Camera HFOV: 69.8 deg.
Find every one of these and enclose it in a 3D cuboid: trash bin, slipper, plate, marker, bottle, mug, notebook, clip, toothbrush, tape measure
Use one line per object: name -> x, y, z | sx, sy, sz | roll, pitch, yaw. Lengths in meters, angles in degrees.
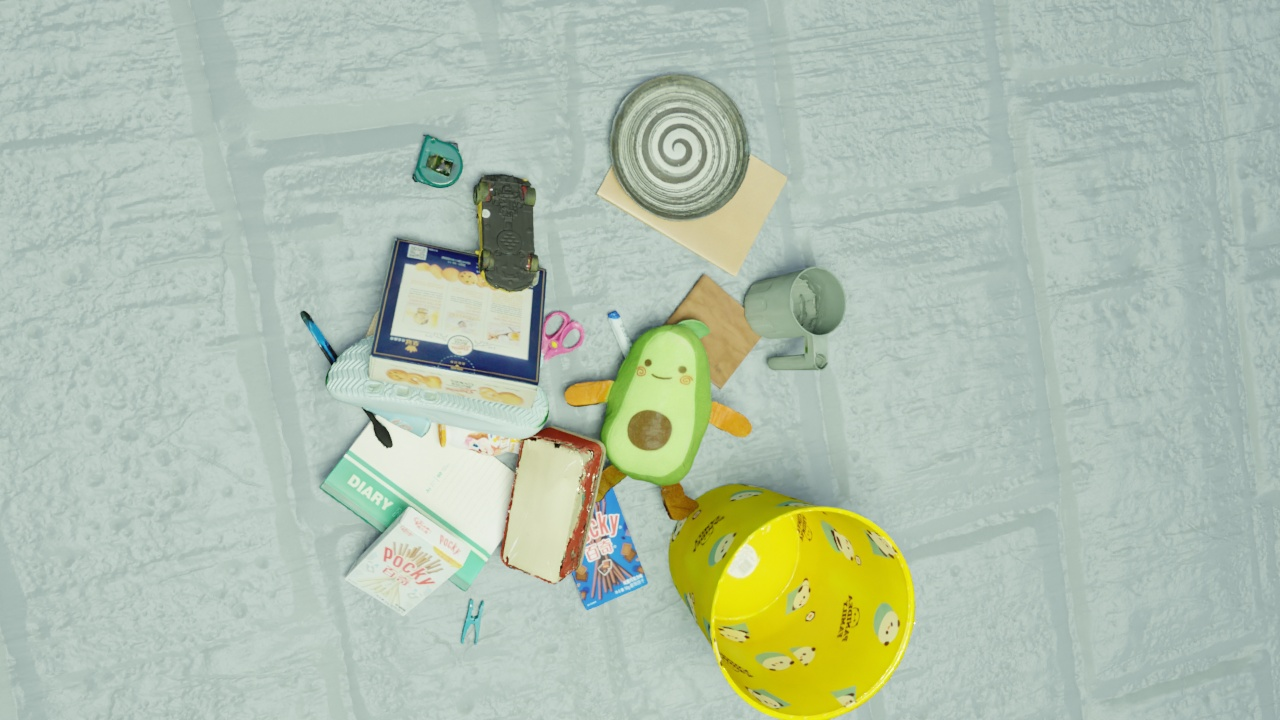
trash bin -> 0.152, 0.258, 1.075 | 0.229, 0.255, 0.229 | -1, 94, -14
slipper -> -0.225, 0.039, 1.032 | 0.245, 0.074, 0.103 | 15, 47, -7
plate -> 0.048, -0.260, 1.129 | 0.179, 0.024, 0.179 | -1, 93, -12
marker -> -0.007, 0.007, 1.145 | 0.017, 0.017, 0.146 | -25, 99, -11
bottle -> -0.182, 0.081, 1.080 | 0.108, 0.063, 0.063 | -3, 94, -19
mug -> 0.189, -0.048, 1.133 | 0.083, 0.103, 0.124 | 0, 89, -27
notebook -> 0.067, -0.219, 1.153 | 0.207, 0.008, 0.147 | 29, 86, -14
notebook -> -0.245, 0.150, 1.077 | 0.209, 0.012, 0.150 | 40, 66, -13
clip -> -0.205, 0.319, 1.119 | 0.043, 0.014, 0.056 | 10, 90, -14
toothbrush -> -0.338, 0.022, 1.052 | 0.014, 0.016, 0.189 | -33, 86, -24
tape measure -> -0.235, -0.230, 1.071 | 0.054, 0.025, 0.058 | 16, 90, -13

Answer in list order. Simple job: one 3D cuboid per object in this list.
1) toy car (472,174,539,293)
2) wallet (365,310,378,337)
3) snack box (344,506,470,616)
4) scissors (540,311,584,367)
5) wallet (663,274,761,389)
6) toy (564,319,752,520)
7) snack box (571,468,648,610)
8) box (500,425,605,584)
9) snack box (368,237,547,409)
toy car -> -0.157, -0.148, 1.064 | 0.071, 0.041, 0.155 | 1, 70, -21
wallet -> -0.266, -0.009, 1.076 | 0.115, 0.024, 0.087 | 24, 79, -16
snack box -> -0.266, 0.231, 1.042 | 0.084, 0.026, 0.157 | 38, 129, -12
scissors -> -0.124, 0.000, 1.118 | 0.057, 0.017, 0.133 | 42, 87, -18
wallet -> 0.092, -0.035, 1.165 | 0.115, 0.020, 0.101 | 39, 86, -15
toy -> 0.019, 0.068, 1.100 | 0.227, 0.090, 0.247 | 11, 95, -3
snack box -> -0.056, 0.222, 1.141 | 0.084, 0.026, 0.157 | -21, 98, -11
box -> -0.104, 0.169, 1.065 | 0.091, 0.076, 0.168 | 16, 104, 18
snack box -> -0.199, -0.044, 1.028 | 0.178, 0.046, 0.182 | 11, 50, -14
